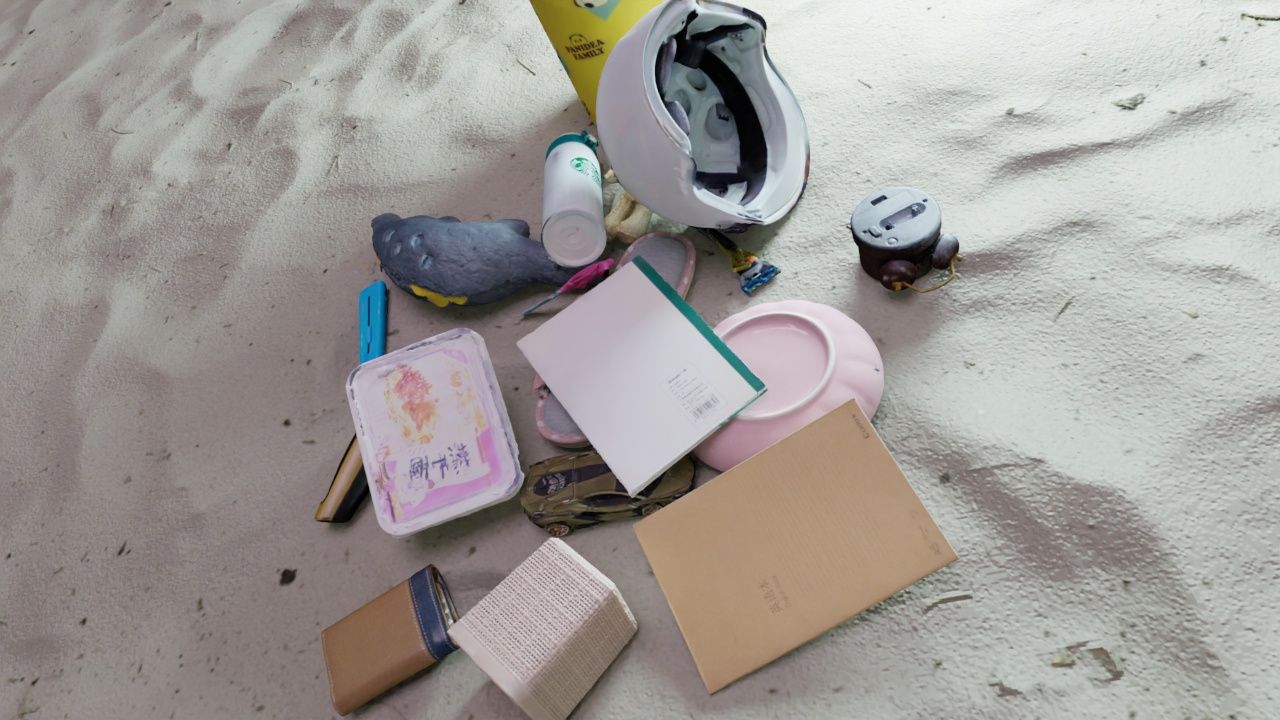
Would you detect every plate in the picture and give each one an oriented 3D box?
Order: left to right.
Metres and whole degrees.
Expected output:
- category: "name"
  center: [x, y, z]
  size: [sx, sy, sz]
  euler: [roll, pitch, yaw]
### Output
- category: "plate"
  center: [0.116, 0.014, 0.816]
  size: [0.193, 0.039, 0.192]
  euler: [-14, 47, 15]

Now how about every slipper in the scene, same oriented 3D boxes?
- category: "slipper"
  center: [-0.023, -0.034, 0.907]
  size: [0.114, 0.054, 0.273]
  euler: [11, 57, 28]

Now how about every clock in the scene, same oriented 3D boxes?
- category: "clock"
  center: [0.248, -0.109, 0.862]
  size: [0.082, 0.055, 0.122]
  euler: [-27, 49, -2]

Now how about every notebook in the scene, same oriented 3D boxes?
- category: "notebook"
  center: [-0.005, 0.005, 0.831]
  size: [0.150, 0.012, 0.209]
  euler: [-37, 53, -5]
- category: "notebook"
  center: [0.113, 0.141, 0.714]
  size: [0.211, 0.012, 0.149]
  euler: [-31, 58, 6]

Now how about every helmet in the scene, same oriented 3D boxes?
- category: "helmet"
  center: [0.051, -0.235, 0.931]
  size: [0.146, 0.258, 0.229]
  euler: [-6, 82, 38]

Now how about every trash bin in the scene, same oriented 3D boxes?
- category: "trash bin"
  center: [-0.016, -0.421, 1.077]
  size: [0.230, 0.255, 0.229]
  euler: [-11, 50, 13]

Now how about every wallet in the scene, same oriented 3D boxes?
- category: "wallet"
  center: [-0.213, 0.237, 0.783]
  size: [0.115, 0.033, 0.090]
  euler: [-31, 46, -3]

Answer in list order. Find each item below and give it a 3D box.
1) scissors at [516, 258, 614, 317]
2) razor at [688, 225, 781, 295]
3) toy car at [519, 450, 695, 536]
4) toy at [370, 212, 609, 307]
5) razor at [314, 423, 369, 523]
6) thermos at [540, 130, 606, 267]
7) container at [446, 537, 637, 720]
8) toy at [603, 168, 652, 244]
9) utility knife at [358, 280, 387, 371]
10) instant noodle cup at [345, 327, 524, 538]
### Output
- category: "scissors"
  center: [-0.085, -0.070, 0.949]
  size: [0.136, 0.017, 0.064]
  euler: [-26, 8, 34]
- category: "razor"
  center: [0.087, -0.121, 0.956]
  size: [0.042, 0.022, 0.142]
  euler: [-33, 49, -9]
- category: "toy car"
  center: [-0.030, 0.107, 0.809]
  size: [0.158, 0.042, 0.070]
  euler: [-13, 50, 8]
- category: "toy"
  center: [-0.205, -0.116, 1.030]
  size: [0.357, 0.091, 0.137]
  euler: [13, 31, 28]
- category: "razor"
  center: [-0.274, 0.086, 0.911]
  size: [0.062, 0.067, 0.167]
  euler: [-31, 33, 62]
- category: "thermos"
  center: [-0.073, -0.188, 1.014]
  size: [0.073, 0.073, 0.223]
  euler: [-17, 35, 8]
- category: "container"
  center: [-0.071, 0.210, 0.712]
  size: [0.090, 0.090, 0.110]
  euler: [31, 65, 36]
- category: "toy"
  center: [0.000, -0.196, 1.020]
  size: [0.105, 0.066, 0.157]
  euler: [12, 69, 28]
- category: "utility knife"
  center: [-0.298, -0.011, 1.022]
  size: [0.034, 0.018, 0.202]
  euler: [-18, 50, 6]
- category: "instant noodle cup"
  center: [-0.186, 0.070, 0.857]
  size: [0.138, 0.060, 0.173]
  euler: [-20, 70, -1]
